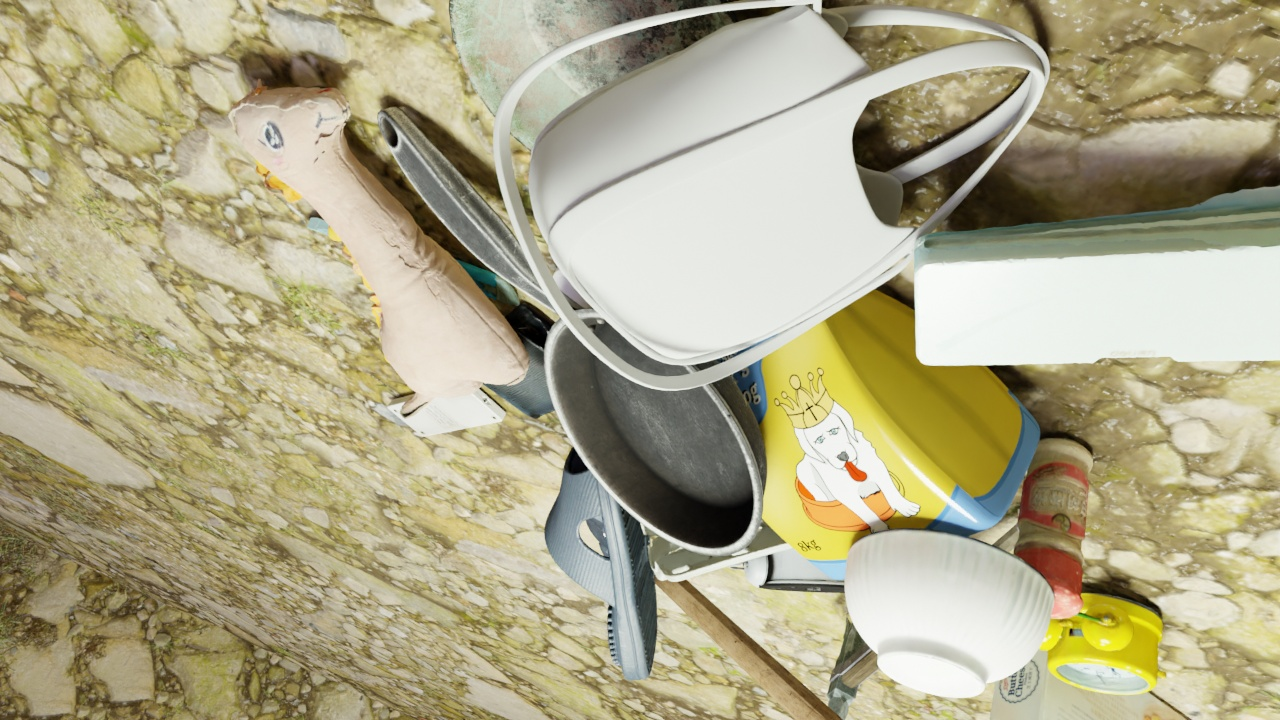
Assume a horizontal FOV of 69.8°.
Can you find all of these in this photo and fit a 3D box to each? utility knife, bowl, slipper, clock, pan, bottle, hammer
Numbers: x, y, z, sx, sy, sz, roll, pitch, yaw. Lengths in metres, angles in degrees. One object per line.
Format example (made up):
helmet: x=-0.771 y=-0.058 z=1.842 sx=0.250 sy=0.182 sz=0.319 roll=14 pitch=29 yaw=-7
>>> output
utility knife: x=-0.173 y=-0.077 z=0.689 sx=0.179 sy=0.015 sz=0.031 roll=20 pitch=142 yaw=10
bowl: x=0.173 y=0.154 z=0.531 sx=0.118 sy=0.062 sz=0.118 roll=16 pitch=147 yaw=11
bowl: x=-0.015 y=-0.156 z=0.452 sx=0.157 sy=0.038 sz=0.158 roll=18 pitch=146 yaw=12
slipper: x=-0.037 y=0.150 z=0.753 sx=0.082 sy=0.101 sz=0.264 roll=-2 pitch=112 yaw=11
clock: x=0.136 y=0.177 z=0.779 sx=0.123 sy=0.035 sz=0.094 roll=0 pitch=163 yaw=12
clock: x=0.346 y=0.211 z=0.702 sx=0.118 sy=0.057 sz=0.084 roll=36 pitch=146 yaw=-26
pan: x=-0.043 y=-0.021 z=0.591 sx=0.357 sy=0.055 sz=0.188 roll=55 pitch=148 yaw=-2
bottle: x=0.254 y=0.102 z=0.567 sx=0.044 sy=0.108 sz=0.044 roll=16 pitch=149 yaw=10
hammer: x=0.065 y=0.234 z=0.824 sx=0.322 sy=0.040 sz=0.129 roll=38 pitch=154 yaw=31
hammer: x=0.229 y=0.203 z=0.734 sx=0.028 sy=0.146 sz=0.318 roll=28 pitch=136 yaw=4

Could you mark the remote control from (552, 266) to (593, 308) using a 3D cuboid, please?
remote control: x=-0.007 y=-0.060 z=0.602 sx=0.137 sy=0.013 sz=0.043 roll=-13 pitch=131 yaw=44

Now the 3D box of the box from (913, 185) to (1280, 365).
box: x=0.227 y=-0.035 z=0.419 sx=0.199 sy=0.066 sz=0.083 roll=-2 pitch=156 yaw=19

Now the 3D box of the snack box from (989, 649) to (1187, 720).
snack box: x=0.395 y=0.324 z=0.785 sx=0.208 sy=0.104 sz=0.058 roll=35 pitch=146 yaw=-14

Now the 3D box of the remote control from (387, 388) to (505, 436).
remote control: x=-0.185 y=0.046 z=0.869 sx=0.136 sy=0.011 sz=0.050 roll=-13 pitch=131 yaw=44

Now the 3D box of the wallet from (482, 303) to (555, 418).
wallet: x=-0.089 y=0.007 z=0.738 sx=0.089 sy=0.026 sz=0.115 roll=37 pitch=145 yaw=-20

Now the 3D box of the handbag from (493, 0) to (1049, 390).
handbag: x=0.071 y=-0.082 z=0.405 sx=0.223 sy=0.095 sz=0.216 roll=-23 pitch=150 yaw=16

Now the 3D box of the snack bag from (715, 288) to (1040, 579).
snack bag: x=0.114 y=0.026 z=0.578 sx=0.205 sy=0.102 sz=0.159 roll=43 pitch=145 yaw=-1

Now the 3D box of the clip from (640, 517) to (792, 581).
clip: x=0.059 y=0.123 z=0.743 sx=0.126 sy=0.097 sz=0.152 roll=-10 pitch=-171 yaw=-11

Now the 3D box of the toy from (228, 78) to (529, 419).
toy: x=-0.196 y=-0.065 z=0.649 sx=0.197 sy=0.065 sz=0.264 roll=-23 pitch=121 yaw=37
